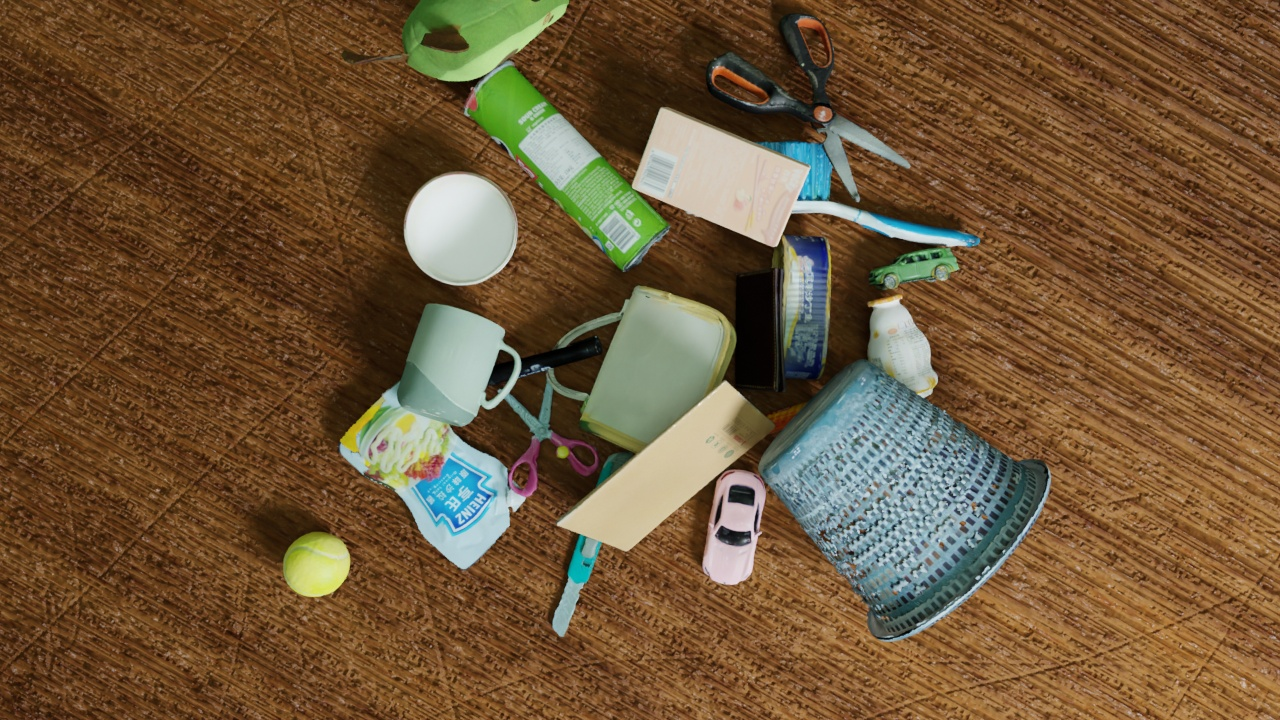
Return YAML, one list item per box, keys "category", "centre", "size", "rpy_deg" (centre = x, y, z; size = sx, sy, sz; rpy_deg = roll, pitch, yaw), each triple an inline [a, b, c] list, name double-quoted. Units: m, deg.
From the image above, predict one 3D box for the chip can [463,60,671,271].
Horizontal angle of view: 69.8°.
- category: "chip can"
  centre: [-0.074, -0.194, 0.933]
  size: [0.072, 0.072, 0.236]
  rpy_deg: [-45, 91, 1]

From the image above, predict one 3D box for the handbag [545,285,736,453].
- category: "handbag"
  centre: [-0.006, 0.005, 0.949]
  size: [0.179, 0.063, 0.163]
  rpy_deg: [22, 89, 15]

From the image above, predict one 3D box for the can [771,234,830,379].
- category: "can"
  centre: [0.161, -0.054, 0.935]
  size: [0.049, 0.074, 0.148]
  rpy_deg: [2, 92, -3]

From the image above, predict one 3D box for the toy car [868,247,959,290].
- category: "toy car"
  centre: [0.281, -0.094, 0.949]
  size: [0.091, 0.043, 0.036]
  rpy_deg: [-14, 94, -1]

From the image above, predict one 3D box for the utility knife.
- category: "utility knife"
  centre: [-0.053, 0.193, 0.970]
  size: [0.029, 0.013, 0.209]
  rpy_deg: [19, 91, 0]

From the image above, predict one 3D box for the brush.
- category: "brush"
  centre: [0.194, -0.171, 0.945]
  size: [0.314, 0.060, 0.109]
  rpy_deg: [-1, 96, 0]

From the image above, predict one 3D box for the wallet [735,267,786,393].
- category: "wallet"
  centre: [0.120, -0.030, 0.926]
  size: [0.020, 0.096, 0.122]
  rpy_deg: [-1, 92, -20]

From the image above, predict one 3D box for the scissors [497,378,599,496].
- category: "scissors"
  centre: [-0.107, 0.083, 0.961]
  size: [0.133, 0.017, 0.128]
  rpy_deg: [45, 77, -5]

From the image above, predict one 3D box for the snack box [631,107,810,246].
- category: "snack box"
  centre: [0.078, -0.180, 0.901]
  size: [0.157, 0.026, 0.085]
  rpy_deg: [24, 108, 5]

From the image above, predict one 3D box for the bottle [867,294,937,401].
- category: "bottle"
  centre: [0.263, -0.012, 0.940]
  size: [0.063, 0.063, 0.108]
  rpy_deg: [-15, 91, 0]

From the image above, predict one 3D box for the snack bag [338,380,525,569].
- category: "snack bag"
  centre: [-0.214, 0.118, 0.959]
  size: [0.191, 0.039, 0.110]
  rpy_deg: [44, 79, -1]

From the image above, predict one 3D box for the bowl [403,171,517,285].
- category: "bowl"
  centre: [-0.179, -0.132, 0.941]
  size: [0.113, 0.062, 0.113]
  rpy_deg: [0, 92, 1]

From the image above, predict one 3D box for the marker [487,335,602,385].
- category: "marker"
  centre: [-0.102, 0.000, 0.945]
  size: [0.132, 0.020, 0.022]
  rpy_deg: [-15, 57, 18]

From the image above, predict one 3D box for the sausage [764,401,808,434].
- category: "sausage"
  centre: [0.112, 0.073, 0.963]
  size: [0.165, 0.021, 0.021]
  rpy_deg: [-17, 91, 0]

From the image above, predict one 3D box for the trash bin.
- category: "trash bin"
  centre: [0.230, 0.113, 0.870]
  size: [0.195, 0.226, 0.226]
  rpy_deg: [44, 91, 5]

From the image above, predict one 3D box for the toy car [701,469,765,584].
- category: "toy car"
  centre: [0.098, 0.175, 0.958]
  size: [0.056, 0.037, 0.122]
  rpy_deg: [9, 92, 1]

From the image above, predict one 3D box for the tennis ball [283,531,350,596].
- category: "tennis ball"
  centre: [-0.334, 0.210, 0.946]
  size: [0.065, 0.065, 0.065]
  rpy_deg: [0, 91, 0]

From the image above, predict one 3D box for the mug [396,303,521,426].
- category: "mug"
  centre: [-0.179, 0.010, 0.923]
  size: [0.112, 0.082, 0.106]
  rpy_deg: [16, 78, 3]

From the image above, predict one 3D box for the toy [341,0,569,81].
- category: "toy"
  centre: [-0.153, -0.327, 0.879]
  size: [0.246, 0.227, 0.090]
  rpy_deg: [-45, 123, -37]

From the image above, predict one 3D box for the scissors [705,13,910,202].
- category: "scissors"
  centre: [0.172, -0.265, 0.921]
  size: [0.221, 0.022, 0.221]
  rpy_deg: [16, 69, 4]

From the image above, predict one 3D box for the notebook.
- category: "notebook"
  centre: [0.030, 0.109, 0.901]
  size: [0.208, 0.147, 0.008]
  rpy_deg: [-41, 57, 8]
